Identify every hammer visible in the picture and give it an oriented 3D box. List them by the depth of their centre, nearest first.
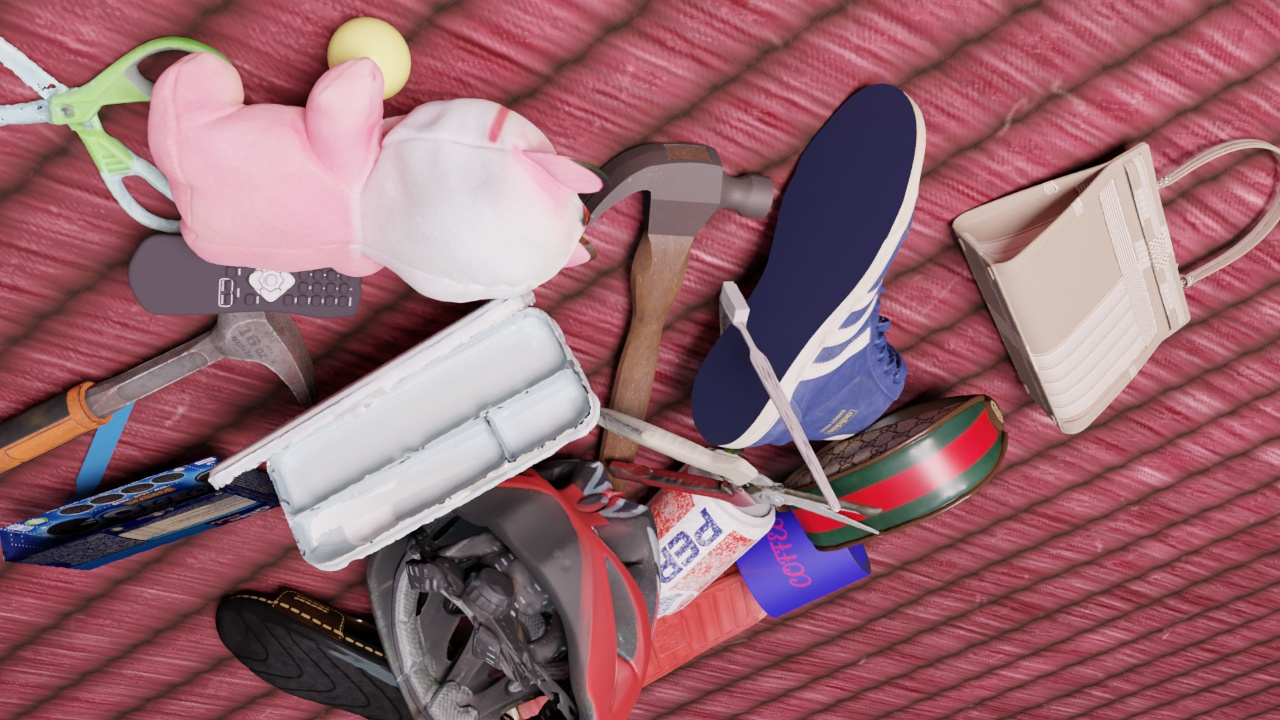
[{"bbox_3d":[-0.355,0.044,0.584,0.315,0.035,0.138,-24,130,8],"label":"hammer"},{"bbox_3d":[-0.004,0.004,0.618,0.115,0.033,0.324,2,131,-13],"label":"hammer"}]

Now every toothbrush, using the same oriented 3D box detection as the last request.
[{"bbox_3d":[0.073,0.011,0.498,0.010,0.181,0.010,-2,129,-15],"label":"toothbrush"},{"bbox_3d":[-0.373,0.071,0.627,0.016,0.014,0.167,23,123,-26],"label":"toothbrush"}]

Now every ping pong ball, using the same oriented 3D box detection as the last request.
[{"bbox_3d":[-0.135,-0.149,0.456,0.040,0.040,0.040,-5,131,-5],"label":"ping pong ball"}]

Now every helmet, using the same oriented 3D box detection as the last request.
[{"bbox_3d":[-0.091,0.185,0.657,0.166,0.217,0.273,-24,152,-49],"label":"helmet"}]

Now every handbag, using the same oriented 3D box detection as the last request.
[{"bbox_3d":[0.329,-0.069,0.597,0.198,0.062,0.175,-33,127,10],"label":"handbag"},{"bbox_3d":[0.172,0.070,0.642,0.167,0.138,0.063,-32,90,39],"label":"handbag"}]

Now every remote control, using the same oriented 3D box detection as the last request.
[{"bbox_3d":[-0.219,-0.046,0.519,0.124,0.009,0.046,-1,110,-33],"label":"remote control"}]

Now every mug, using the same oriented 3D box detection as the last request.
[{"bbox_3d":[0.135,0.155,0.749,0.084,0.079,0.111,-30,157,16],"label":"mug"}]

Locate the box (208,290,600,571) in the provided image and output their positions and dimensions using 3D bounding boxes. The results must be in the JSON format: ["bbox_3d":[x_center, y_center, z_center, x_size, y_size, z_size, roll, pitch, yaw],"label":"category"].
[{"bbox_3d":[-0.143,0.029,0.530,0.215,0.106,0.125,-30,160,-2],"label":"box"}]

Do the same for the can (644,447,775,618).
[{"bbox_3d":[0.035,0.135,0.707,0.078,0.078,0.136,24,123,-27],"label":"can"}]

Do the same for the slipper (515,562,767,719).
[{"bbox_3d":[0.000,0.232,0.801,0.248,0.059,0.104,-25,131,-8],"label":"slipper"}]

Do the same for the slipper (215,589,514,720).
[{"bbox_3d":[-0.223,0.255,0.773,0.268,0.075,0.113,30,126,-12],"label":"slipper"}]

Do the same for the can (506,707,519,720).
[{"bbox_3d":[-0.187,0.361,0.885,0.136,0.054,0.054,-16,131,6],"label":"can"}]

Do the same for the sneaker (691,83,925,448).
[{"bbox_3d":[0.136,-0.039,0.567,0.118,0.091,0.233,11,114,-37],"label":"sneaker"}]

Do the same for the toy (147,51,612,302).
[{"bbox_3d":[-0.123,-0.080,0.459,0.213,0.084,0.142,6,154,-6],"label":"toy"}]

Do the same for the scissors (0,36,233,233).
[{"bbox_3d":[-0.290,-0.124,0.470,0.171,0.023,0.168,-7,137,0],"label":"scissors"}]

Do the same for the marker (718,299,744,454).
[{"bbox_3d":[0.064,0.011,0.644,0.017,0.017,0.147,-8,131,-2],"label":"marker"}]

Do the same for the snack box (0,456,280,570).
[{"bbox_3d":[-0.335,0.106,0.626,0.150,0.027,0.082,-18,164,0],"label":"snack box"}]

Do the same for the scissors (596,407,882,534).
[{"bbox_3d":[0.049,0.075,0.599,0.179,0.015,0.188,37,149,-21],"label":"scissors"}]
